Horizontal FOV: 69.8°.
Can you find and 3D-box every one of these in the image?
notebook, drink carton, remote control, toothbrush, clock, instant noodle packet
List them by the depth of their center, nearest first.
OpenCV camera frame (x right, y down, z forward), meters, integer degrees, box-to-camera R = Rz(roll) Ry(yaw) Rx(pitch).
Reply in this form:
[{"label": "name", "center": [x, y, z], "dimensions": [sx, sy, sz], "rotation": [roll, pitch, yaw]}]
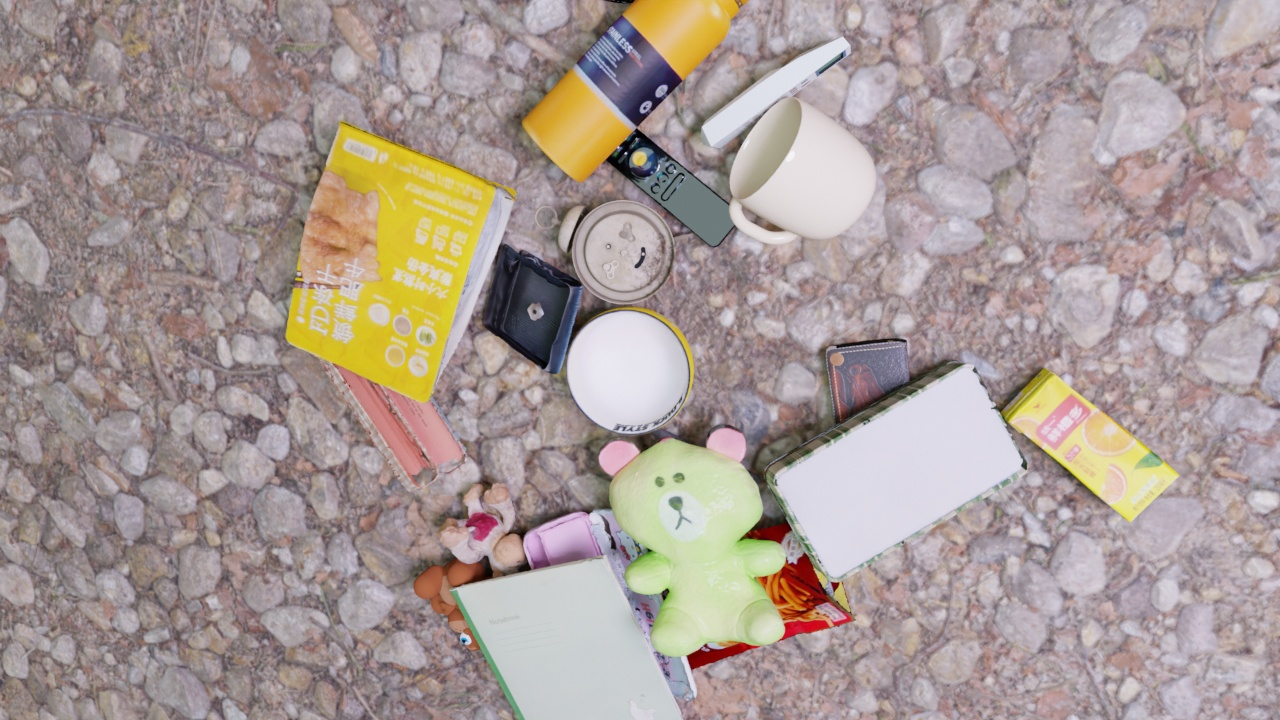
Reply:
[{"label": "remote control", "center": [0.112, -0.231, 0.786], "dimensions": [0.144, 0.049, 0.024], "rotation": [-34, 92, 18]}, {"label": "drink carton", "center": [0.384, 0.070, 0.791], "dimensions": [0.134, 0.043, 0.059], "rotation": [40, 104, 2]}, {"label": "remote control", "center": [0.023, -0.164, 0.837], "dimensions": [0.152, 0.020, 0.041], "rotation": [40, 103, 4]}, {"label": "clock", "center": [-0.030, -0.109, 0.845], "dimensions": [0.141, 0.054, 0.093], "rotation": [23, 105, 0]}, {"label": "instant noodle packet", "center": [-0.234, -0.089, 0.869], "dimensions": [0.163, 0.084, 0.222], "rotation": [23, 99, 6]}, {"label": "toothbrush", "center": [0.040, 0.081, 0.891], "dimensions": [0.167, 0.013, 0.013], "rotation": [26, 106, 4]}, {"label": "notebook", "center": [-0.062, 0.314, 0.904], "dimensions": [0.182, 0.010, 0.252], "rotation": [-17, 106, 25]}]

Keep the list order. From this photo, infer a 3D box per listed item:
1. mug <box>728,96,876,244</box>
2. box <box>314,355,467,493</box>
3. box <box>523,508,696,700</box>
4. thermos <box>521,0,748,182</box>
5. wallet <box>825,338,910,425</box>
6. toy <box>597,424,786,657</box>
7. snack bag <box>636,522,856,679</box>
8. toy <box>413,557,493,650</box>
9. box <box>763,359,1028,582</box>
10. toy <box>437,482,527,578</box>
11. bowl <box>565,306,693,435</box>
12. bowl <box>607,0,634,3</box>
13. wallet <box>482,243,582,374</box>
[{"label": "mug", "center": [0.136, -0.145, 0.774], "dimensions": [0.099, 0.096, 0.120], "rotation": [26, 123, -22]}, {"label": "box", "center": [-0.251, 0.043, 0.929], "dimensions": [0.042, 0.082, 0.187], "rotation": [-29, 97, 47]}, {"label": "box", "center": [-0.026, 0.244, 0.915], "dimensions": [0.146, 0.077, 0.201], "rotation": [-16, 98, 20]}, {"label": "thermos", "center": [0.000, -0.263, 0.780], "dimensions": [0.233, 0.091, 0.076], "rotation": [-43, 60, 13]}, {"label": "wallet", "center": [0.211, 0.044, 0.837], "dimensions": [0.072, 0.019, 0.123], "rotation": [-6, 100, 14]}, {"label": "toy", "center": [0.051, 0.161, 0.824], "dimensions": [0.150, 0.107, 0.196], "rotation": [-11, 71, 8]}, {"label": "snack bag", "center": [0.091, 0.229, 0.899], "dimensions": [0.208, 0.066, 0.139], "rotation": [-21, 102, 26]}, {"label": "toy", "center": [-0.176, 0.264, 0.955], "dimensions": [0.095, 0.065, 0.128], "rotation": [-19, 102, 25]}, {"label": "box", "center": [0.220, 0.094, 0.799], "dimensions": [0.205, 0.051, 0.117], "rotation": [-31, 93, -2]}, {"label": "toy", "center": [-0.153, 0.184, 0.924], "dimensions": [0.074, 0.085, 0.106], "rotation": [-9, 121, 49]}, {"label": "bowl", "center": [-0.005, 0.005, 0.855], "dimensions": [0.117, 0.067, 0.117], "rotation": [3, 102, 13]}, {"label": "bowl", "center": [-0.020, -0.372, 0.778], "dimensions": [0.120, 0.066, 0.120], "rotation": [3, 102, 13]}, {"label": "wallet", "center": [-0.101, -0.049, 0.863], "dimensions": [0.115, 0.026, 0.089], "rotation": [34, 114, 41]}]
